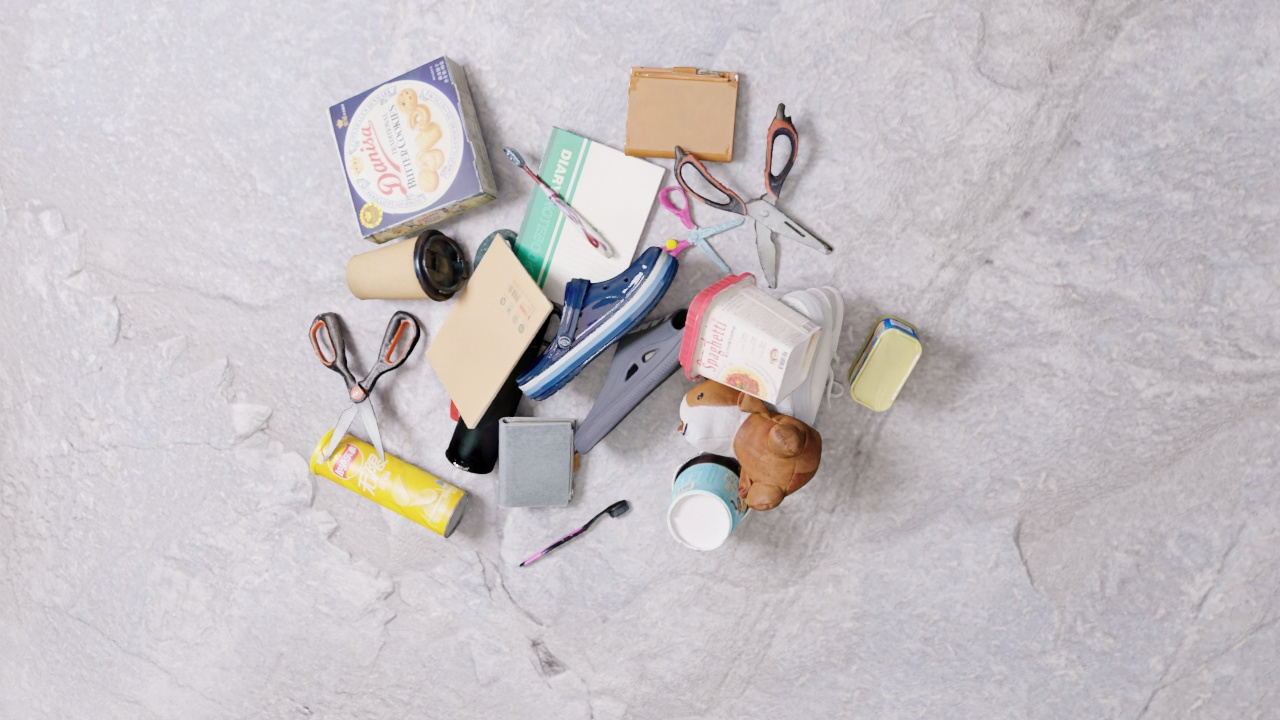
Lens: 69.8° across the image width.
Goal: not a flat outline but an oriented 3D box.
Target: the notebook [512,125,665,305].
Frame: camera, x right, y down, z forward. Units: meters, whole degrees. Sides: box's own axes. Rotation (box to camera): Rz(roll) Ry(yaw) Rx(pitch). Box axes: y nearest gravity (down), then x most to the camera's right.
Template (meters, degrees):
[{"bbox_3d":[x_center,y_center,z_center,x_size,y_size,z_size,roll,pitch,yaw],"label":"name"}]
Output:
[{"bbox_3d":[-0.074,-0.169,1.152,0.150,0.012,0.209,21,107,2],"label":"notebook"}]

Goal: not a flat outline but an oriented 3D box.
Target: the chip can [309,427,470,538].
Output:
[{"bbox_3d":[-0.344,0.168,1.264,0.213,0.072,0.072,24,106,5],"label":"chip can"}]

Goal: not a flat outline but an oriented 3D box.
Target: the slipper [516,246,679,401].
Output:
[{"bbox_3d":[-0.063,-0.056,1.116,0.253,0.105,0.095,-42,103,14],"label":"slipper"}]

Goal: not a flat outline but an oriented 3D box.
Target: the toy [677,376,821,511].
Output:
[{"bbox_3d":[0.112,0.086,1.079,0.199,0.130,0.140,43,127,42],"label":"toy"}]

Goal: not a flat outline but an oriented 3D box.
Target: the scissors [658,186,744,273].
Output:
[{"bbox_3d":[0.062,-0.159,1.130,0.133,0.017,0.135,-18,96,11],"label":"scissors"}]

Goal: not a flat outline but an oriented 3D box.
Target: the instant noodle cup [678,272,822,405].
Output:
[{"bbox_3d":[0.124,-0.020,1.021,0.124,0.116,0.116,29,129,27],"label":"instant noodle cup"}]

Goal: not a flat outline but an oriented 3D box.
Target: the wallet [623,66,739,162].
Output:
[{"bbox_3d":[0.048,-0.294,1.092,0.132,0.031,0.108,4,102,6],"label":"wallet"}]

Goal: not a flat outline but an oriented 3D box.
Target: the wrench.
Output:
[{"bbox_3d":[-0.214,-0.044,1.216,0.056,0.016,0.274,19,105,8],"label":"wrench"}]

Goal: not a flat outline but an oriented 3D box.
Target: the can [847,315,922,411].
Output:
[{"bbox_3d":[0.287,0.004,1.078,0.057,0.083,0.102,27,106,6],"label":"can"}]

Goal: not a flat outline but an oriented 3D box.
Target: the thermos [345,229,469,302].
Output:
[{"bbox_3d":[-0.304,-0.116,1.187,0.143,0.092,0.093,-6,101,23],"label":"thermos"}]

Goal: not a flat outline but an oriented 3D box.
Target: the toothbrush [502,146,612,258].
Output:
[{"bbox_3d":[-0.102,-0.195,1.133,0.016,0.017,0.187,-43,94,17],"label":"toothbrush"}]

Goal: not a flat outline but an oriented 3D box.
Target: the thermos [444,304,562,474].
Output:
[{"bbox_3d":[-0.173,0.033,1.199,0.090,0.068,0.243,22,106,-11],"label":"thermos"}]

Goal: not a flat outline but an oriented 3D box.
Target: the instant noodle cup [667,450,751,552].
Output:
[{"bbox_3d":[0.083,0.181,1.143,0.111,0.120,0.111,3,103,12],"label":"instant noodle cup"}]

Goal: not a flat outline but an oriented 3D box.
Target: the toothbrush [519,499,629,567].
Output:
[{"bbox_3d":[-0.092,0.240,1.253,0.189,0.014,0.018,-34,105,18],"label":"toothbrush"}]

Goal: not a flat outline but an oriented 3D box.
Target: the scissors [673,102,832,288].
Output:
[{"bbox_3d":[0.135,-0.191,1.090,0.189,0.015,0.223,0,111,6],"label":"scissors"}]

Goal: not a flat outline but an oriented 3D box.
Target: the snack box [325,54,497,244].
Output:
[{"bbox_3d":[-0.287,-0.260,1.150,0.183,0.045,0.178,-18,84,15],"label":"snack box"}]

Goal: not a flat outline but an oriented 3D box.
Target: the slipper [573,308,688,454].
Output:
[{"bbox_3d":[-0.007,0.007,1.134,0.083,0.110,0.269,45,110,3],"label":"slipper"}]

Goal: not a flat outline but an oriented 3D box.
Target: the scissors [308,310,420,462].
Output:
[{"bbox_3d":[-0.376,0.022,1.235,0.232,0.021,0.221,-43,76,4],"label":"scissors"}]

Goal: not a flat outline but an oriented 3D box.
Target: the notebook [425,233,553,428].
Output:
[{"bbox_3d":[-0.198,-0.036,1.166,0.208,0.008,0.147,-54,54,24],"label":"notebook"}]

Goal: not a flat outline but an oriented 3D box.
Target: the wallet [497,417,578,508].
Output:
[{"bbox_3d":[-0.134,0.133,1.213,0.106,0.037,0.130,0,116,-10],"label":"wallet"}]

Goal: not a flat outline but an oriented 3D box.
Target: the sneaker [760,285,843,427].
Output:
[{"bbox_3d":[0.194,0.018,1.112,0.089,0.090,0.243,34,131,37],"label":"sneaker"}]
